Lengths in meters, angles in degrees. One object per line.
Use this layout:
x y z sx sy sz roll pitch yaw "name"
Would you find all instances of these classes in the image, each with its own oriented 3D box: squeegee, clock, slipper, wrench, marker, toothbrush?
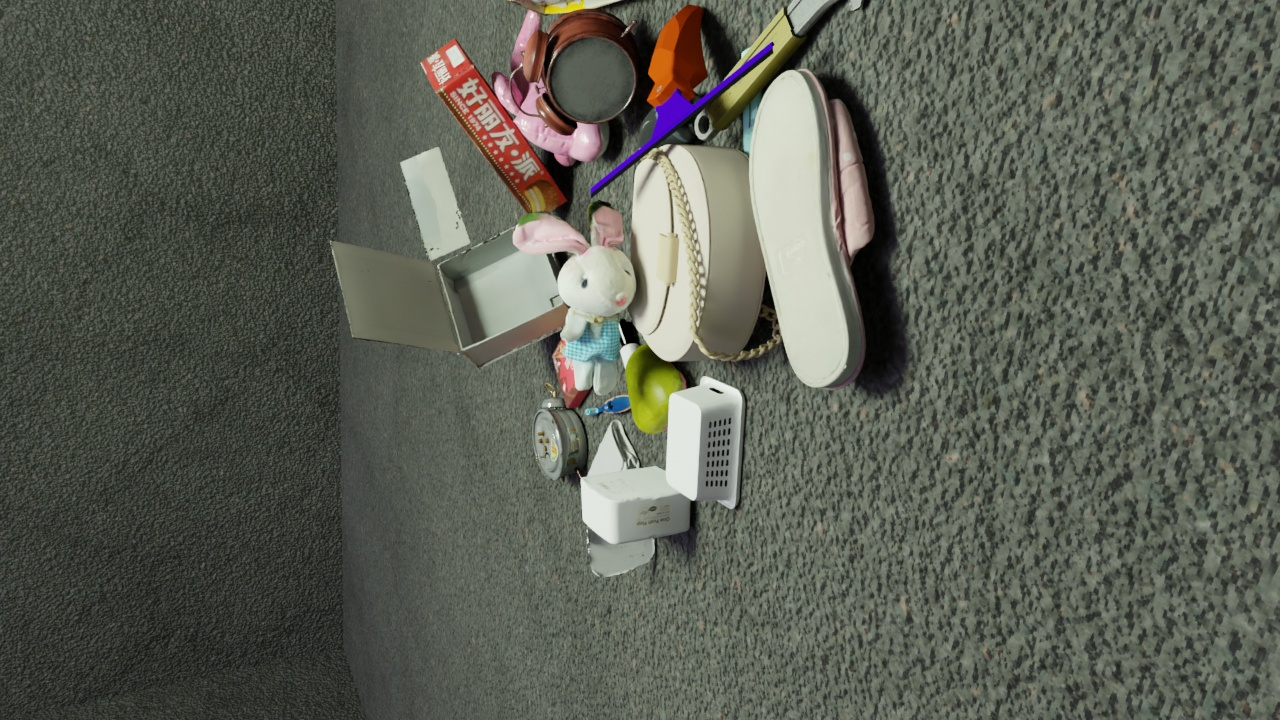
0.037 -0.289 0.892 0.250 0.055 0.184 -29 36 43 "squeegee"
-0.120 0.105 1.312 0.104 0.056 0.148 -11 87 62 "clock"
-0.071 -0.323 1.037 0.072 0.158 0.121 -100 -7 -53 "clock"
0.149 -0.110 0.768 0.114 0.054 0.274 -22 72 61 "slipper"
0.123 -0.287 0.806 0.274 0.018 0.083 -41 64 50 "wrench"
-0.007 0.007 1.114 0.025 0.025 0.125 -49 52 54 "marker"
-0.041 0.061 1.196 0.135 0.017 0.021 -19 79 62 "toothbrush"

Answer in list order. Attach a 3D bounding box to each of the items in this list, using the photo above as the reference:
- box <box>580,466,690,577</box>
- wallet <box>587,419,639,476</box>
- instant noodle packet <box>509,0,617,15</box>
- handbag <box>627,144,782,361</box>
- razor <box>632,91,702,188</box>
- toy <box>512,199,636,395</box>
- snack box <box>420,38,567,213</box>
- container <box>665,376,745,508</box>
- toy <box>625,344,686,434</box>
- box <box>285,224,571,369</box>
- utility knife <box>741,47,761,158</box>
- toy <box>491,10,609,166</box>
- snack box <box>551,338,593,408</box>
-0.013 0.201 1.070 0.124 0.108 0.137 20 111 62 "box"
-0.041 0.144 1.195 0.086 0.032 0.116 62 145 41 "wallet"
-0.058 -0.499 1.062 0.222 0.084 0.163 15 98 44 "instant noodle packet"
0.057 -0.107 0.915 0.208 0.103 0.211 -142 52 -64 "handbag"
0.028 -0.229 0.991 0.064 0.052 0.141 40 145 10 "razor"
-0.051 -0.057 0.957 0.106 0.130 0.205 22 121 56 "toy"
-0.193 -0.304 1.230 0.236 0.060 0.113 53 -177 -42 "snack box"
0.065 0.087 0.964 0.081 0.049 0.129 25 116 59 "container"
0.015 0.027 1.048 0.090 0.051 0.110 -59 41 45 "toy"
-0.280 -0.091 1.249 0.151 0.368 0.166 -60 44 47 "box"
0.107 -0.232 0.872 0.022 0.015 0.129 7 103 37 "utility knife"
-0.130 -0.340 1.180 0.265 0.127 0.187 58 145 40 "toy"
-0.084 -0.005 1.261 0.133 0.021 0.089 -55 47 51 "snack box"
